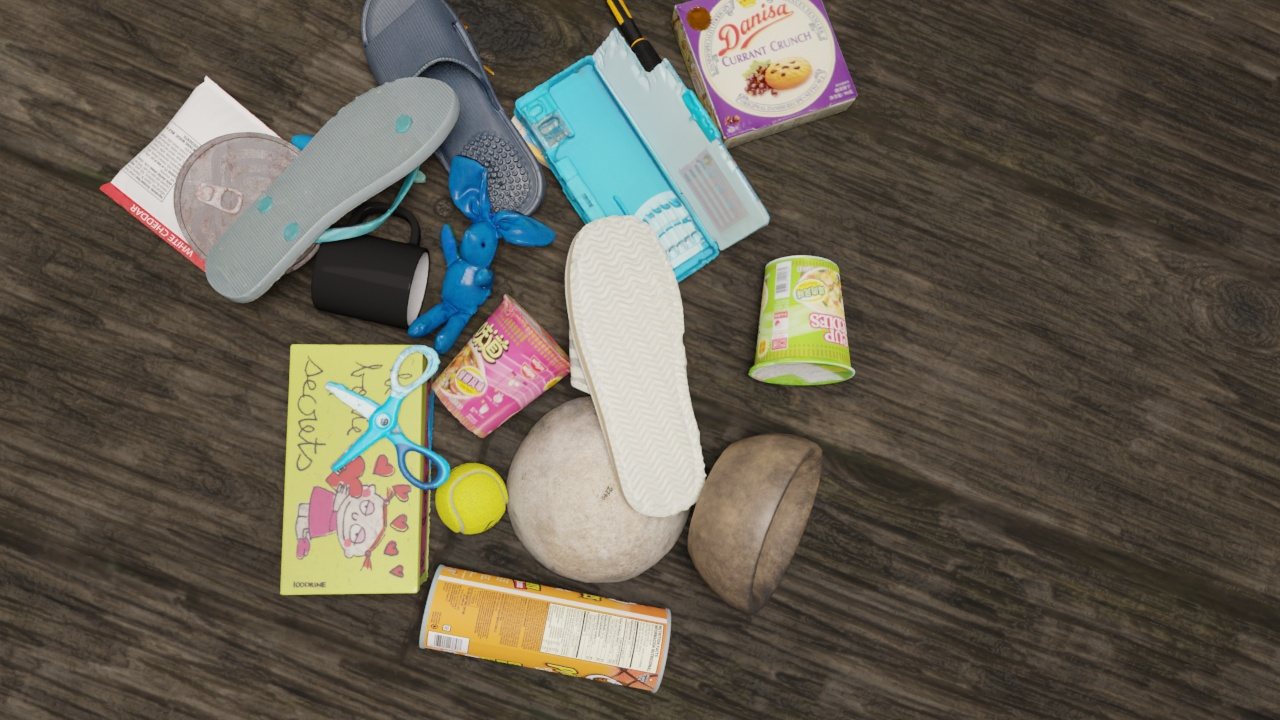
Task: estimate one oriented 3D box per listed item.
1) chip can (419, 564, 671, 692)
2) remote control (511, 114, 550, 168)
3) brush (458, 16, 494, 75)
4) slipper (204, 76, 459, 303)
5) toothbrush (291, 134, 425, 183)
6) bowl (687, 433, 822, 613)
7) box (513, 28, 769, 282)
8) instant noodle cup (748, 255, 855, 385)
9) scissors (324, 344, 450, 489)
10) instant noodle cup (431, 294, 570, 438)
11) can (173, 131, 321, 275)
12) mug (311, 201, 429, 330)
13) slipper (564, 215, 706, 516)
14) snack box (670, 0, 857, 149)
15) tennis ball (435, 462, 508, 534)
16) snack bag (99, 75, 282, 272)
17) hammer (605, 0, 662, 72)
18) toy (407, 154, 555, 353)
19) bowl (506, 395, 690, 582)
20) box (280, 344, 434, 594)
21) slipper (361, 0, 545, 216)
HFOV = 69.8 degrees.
[{"bbox_3d":[-0.085,0.244,0.836,0.215,0.075,0.075,12,84,-3],"label":"chip can"},{"bbox_3d":[-0.074,-0.203,0.907,0.125,0.018,0.038,31,83,-3],"label":"remote control"},{"bbox_3d":[-0.200,-0.328,0.908,0.126,0.017,0.048,38,83,0],"label":"brush"},{"bbox_3d":[-0.269,-0.152,0.814,0.268,0.055,0.098,-41,68,-3],"label":"slipper"},{"bbox_3d":[-0.273,-0.195,0.893,0.135,0.017,0.022,16,84,0],"label":"toothbrush"},{"bbox_3d":[0.100,0.139,0.825,0.070,0.162,0.162,20,83,23],"label":"bowl"},{"bbox_3d":[0.005,-0.188,0.867,0.170,0.085,0.227,-31,96,25],"label":"box"},{"bbox_3d":[0.154,-0.038,0.875,0.099,0.099,0.108,4,77,-4],"label":"instant noodle cup"},{"bbox_3d":[-0.212,0.055,0.798,0.134,0.011,0.139,-44,91,-10],"label":"scissors"},{"bbox_3d":[-0.129,0.011,0.850,0.108,0.097,0.097,-44,89,1],"label":"instant noodle cup"},{"bbox_3d":[-0.353,-0.141,0.837,0.129,0.044,0.130,-7,106,-27],"label":"can"},{"bbox_3d":[-0.245,-0.092,0.855,0.088,0.078,0.113,13,75,-3],"label":"mug"},{"bbox_3d":[-0.005,0.005,0.823,0.114,0.054,0.272,-7,81,-24],"label":"slipper"},{"bbox_3d":[0.122,-0.302,0.918,0.143,0.040,0.148,-20,87,-6],"label":"snack box"},{"bbox_3d":[-0.156,0.127,0.846,0.065,0.065,0.065,0,85,-4],"label":"tennis ball"},{"bbox_3d":[-0.406,-0.172,0.865,0.131,0.039,0.144,40,83,-9],"label":"snack bag"},{"bbox_3d":[-0.005,-0.314,0.916,0.123,0.036,0.320,-27,85,-5],"label":"hammer"},{"bbox_3d":[-0.152,-0.089,0.852,0.113,0.071,0.176,23,89,9],"label":"toy"},{"bbox_3d":[-0.037,0.122,0.849,0.178,0.081,0.178,0,86,-3],"label":"bowl"},{"bbox_3d":[-0.253,0.096,0.834,0.124,0.083,0.221,3,86,-4],"label":"box"},{"bbox_3d":[-0.187,-0.243,0.860,0.101,0.082,0.263,-33,91,14],"label":"slipper"}]
